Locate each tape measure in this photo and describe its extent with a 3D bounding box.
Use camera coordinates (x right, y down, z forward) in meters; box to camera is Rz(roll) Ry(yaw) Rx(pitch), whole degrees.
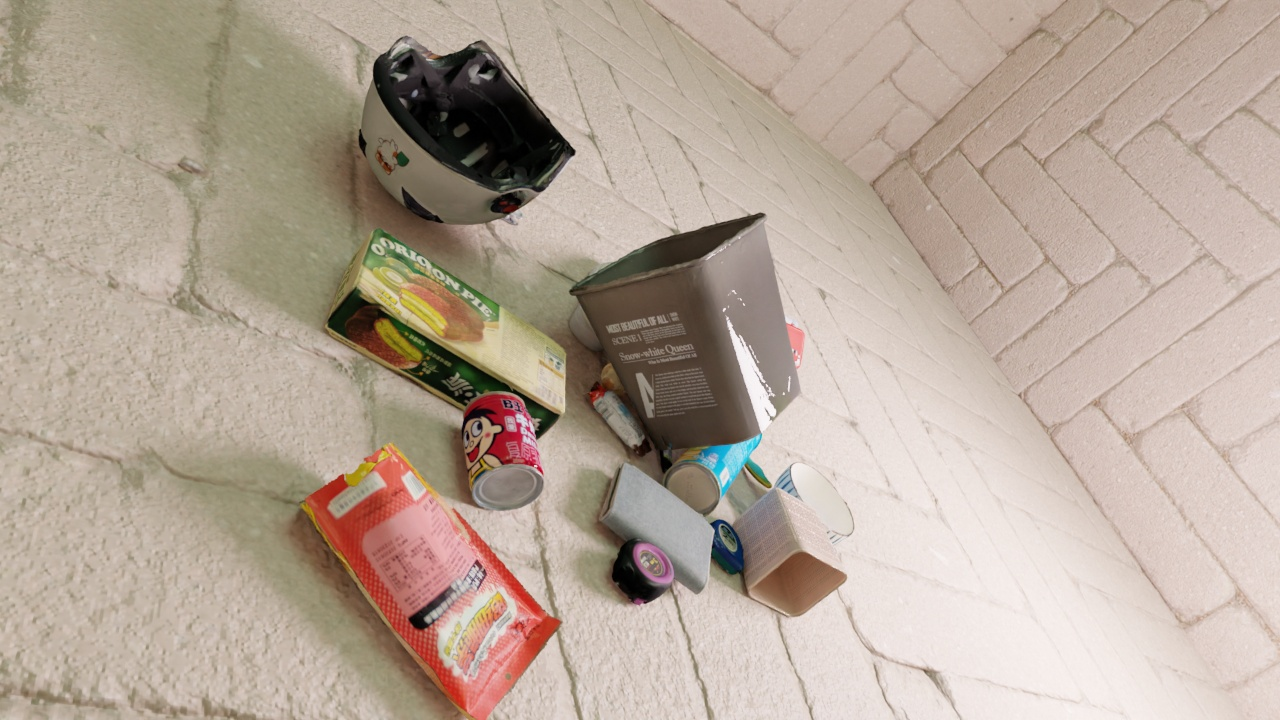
[{"bbox_3d":[0.001,0.206,0.888,0.058,0.039,0.057,36,27,-10],"label":"tape measure"},{"bbox_3d":[0.093,0.209,1.039,0.058,0.025,0.054,48,23,-18],"label":"tape measure"}]

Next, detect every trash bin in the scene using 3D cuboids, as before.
[{"bbox_3d":[0.065,-0.029,1.062,0.198,0.199,0.220,-36,111,-47],"label":"trash bin"}]

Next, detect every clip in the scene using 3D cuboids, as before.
[{"bbox_3d":[-0.182,-0.199,1.225,0.058,0.037,0.026,24,31,-40],"label":"clip"}]

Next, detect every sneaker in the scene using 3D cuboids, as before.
[{"bbox_3d":[-0.023,-0.098,1.237,0.089,0.091,0.241,43,25,-8],"label":"sneaker"}]

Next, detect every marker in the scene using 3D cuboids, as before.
[{"bbox_3d":[0.029,0.094,1.125,0.018,0.015,0.124,32,32,-26],"label":"marker"}]

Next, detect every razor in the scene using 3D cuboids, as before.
[{"bbox_3d":[0.145,0.123,1.242,0.043,0.028,0.132,65,1,-49],"label":"razor"}]

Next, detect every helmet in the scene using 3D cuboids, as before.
[{"bbox_3d":[-0.222,-0.248,1.079,0.230,0.157,0.273,49,36,1],"label":"helmet"}]

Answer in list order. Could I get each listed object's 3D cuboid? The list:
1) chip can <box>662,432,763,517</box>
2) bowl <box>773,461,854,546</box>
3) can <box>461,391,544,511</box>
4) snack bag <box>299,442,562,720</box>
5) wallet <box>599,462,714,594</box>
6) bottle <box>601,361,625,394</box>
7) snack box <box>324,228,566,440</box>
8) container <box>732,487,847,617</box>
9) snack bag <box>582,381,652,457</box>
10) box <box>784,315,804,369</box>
[{"bbox_3d":[0.091,0.118,1.119,0.071,0.071,0.209,47,26,3],"label":"chip can"},{"bbox_3d":[0.214,0.197,1.194,0.116,0.066,0.116,35,27,-21],"label":"bowl"},{"bbox_3d":[-0.127,0.081,0.840,0.066,0.067,0.093,25,33,-38],"label":"can"},{"bbox_3d":[-0.155,0.162,0.692,0.208,0.073,0.128,51,29,-2],"label":"snack bag"},{"bbox_3d":[0.018,0.173,0.963,0.129,0.037,0.106,39,26,-11],"label":"wallet"},{"bbox_3d":[-0.007,0.007,1.149,0.067,0.067,0.149,48,33,5],"label":"bottle"},{"bbox_3d":[-0.183,-0.021,0.910,0.240,0.063,0.114,33,28,-26],"label":"snack box"},{"bbox_3d":[0.168,0.219,1.069,0.090,0.090,0.110,31,26,-28],"label":"container"},{"bbox_3d":[-0.024,0.068,1.065,0.105,0.026,0.045,50,17,4],"label":"snack bag"},{"bbox_3d":[0.186,-0.046,1.543,0.200,0.100,0.094,19,78,-46],"label":"box"}]
